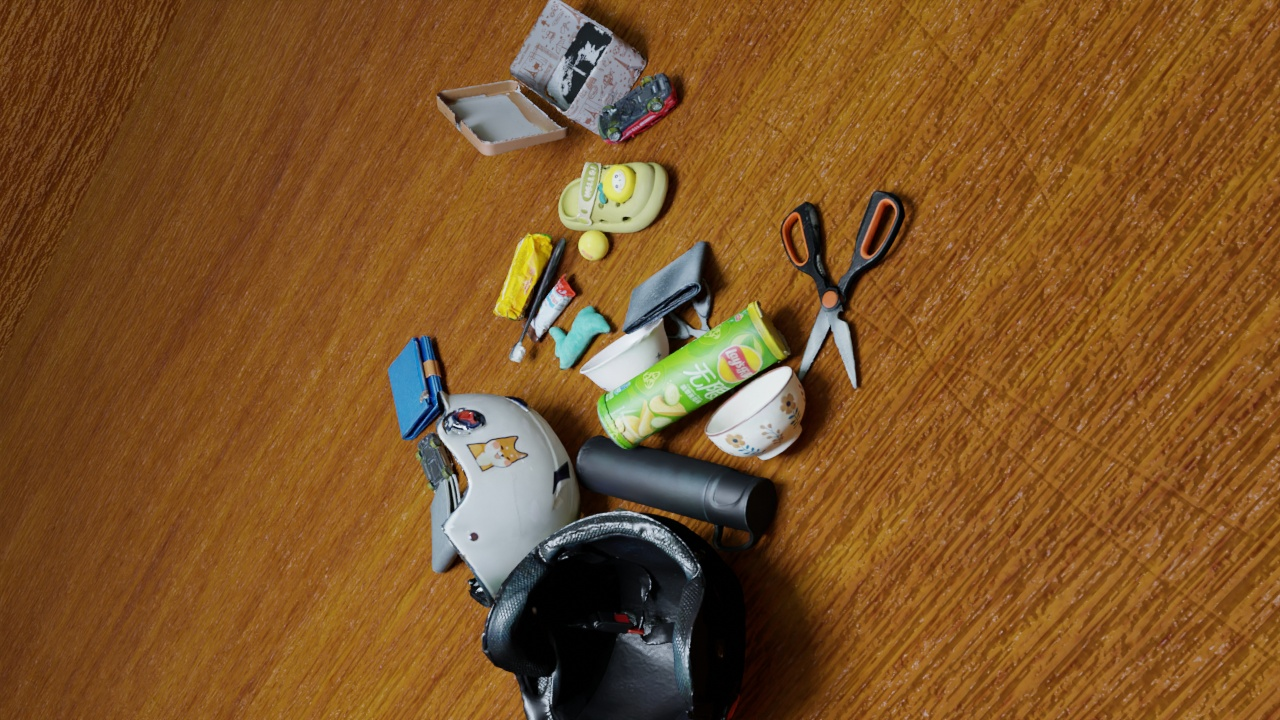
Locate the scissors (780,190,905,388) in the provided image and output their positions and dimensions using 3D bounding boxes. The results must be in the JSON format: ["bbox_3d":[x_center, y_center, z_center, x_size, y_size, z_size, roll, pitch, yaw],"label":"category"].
[{"bbox_3d":[0.208,-0.086,0.992,0.221,0.021,0.225,-55,48,20],"label":"scissors"}]

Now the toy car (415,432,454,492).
[{"bbox_3d":[-0.292,0.149,1.325,0.042,0.035,0.090,-40,60,25],"label":"toy car"}]

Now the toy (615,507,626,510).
[{"bbox_3d":[-0.033,0.249,1.067,0.105,0.066,0.157,30,102,9],"label":"toy"}]

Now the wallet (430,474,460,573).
[{"bbox_3d":[-0.260,0.221,1.249,0.130,0.037,0.106,127,139,-56],"label":"wallet"}]

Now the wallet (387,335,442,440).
[{"bbox_3d":[-0.343,0.040,1.400,0.107,0.040,0.133,-43,53,32],"label":"wallet"}]

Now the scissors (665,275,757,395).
[{"bbox_3d":[0.078,-0.031,1.085,0.163,0.014,0.166,1,78,41],"label":"scissors"}]

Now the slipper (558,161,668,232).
[{"bbox_3d":[-0.052,-0.217,1.208,0.191,0.081,0.091,0,79,43],"label":"slipper"}]

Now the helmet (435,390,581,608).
[{"bbox_3d":[-0.155,0.153,1.115,0.157,0.230,0.273,-10,51,-7],"label":"helmet"}]

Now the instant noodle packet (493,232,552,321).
[{"bbox_3d":[-0.163,-0.117,1.275,0.128,0.044,0.111,-70,18,-2],"label":"instant noodle packet"}]

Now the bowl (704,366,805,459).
[{"bbox_3d":[0.130,0.064,0.967,0.114,0.113,0.062,-35,100,27],"label":"bowl"}]

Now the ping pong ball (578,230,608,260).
[{"bbox_3d":[-0.062,-0.153,1.221,0.040,0.040,0.040,-13,68,37],"label":"ping pong ball"}]

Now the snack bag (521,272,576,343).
[{"bbox_3d":[-0.123,-0.072,1.258,0.105,0.026,0.045,-49,55,20],"label":"snack bag"}]

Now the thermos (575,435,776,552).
[{"bbox_3d":[0.033,0.149,1.032,0.243,0.068,0.090,10,90,41],"label":"thermos"}]

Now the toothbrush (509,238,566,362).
[{"bbox_3d":[-0.137,-0.081,1.243,0.018,0.015,0.181,25,94,42],"label":"toothbrush"}]

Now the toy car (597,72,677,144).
[{"bbox_3d":[-0.003,-0.331,1.224,0.121,0.045,0.052,-26,59,26],"label":"toy car"}]

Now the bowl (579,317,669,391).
[{"bbox_3d":[-0.007,0.006,1.101,0.119,0.118,0.065,-28,100,31],"label":"bowl"}]

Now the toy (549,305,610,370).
[{"bbox_3d":[-0.086,-0.033,1.213,0.092,0.030,0.096,-54,44,11],"label":"toy"}]

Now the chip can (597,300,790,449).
[{"bbox_3d":[0.054,0.020,1.022,0.222,0.072,0.072,-32,57,15],"label":"chip can"}]

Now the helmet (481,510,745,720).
[{"bbox_3d":[-0.007,0.286,0.918,0.234,0.230,0.274,4,88,27],"label":"helmet"}]

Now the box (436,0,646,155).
[{"bbox_3d":[-0.139,-0.383,1.296,0.272,0.130,0.179,-38,51,-7],"label":"box"}]

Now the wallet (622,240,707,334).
[{"bbox_3d":[0.030,-0.087,1.112,0.121,0.019,0.097,-32,25,29],"label":"wallet"}]
